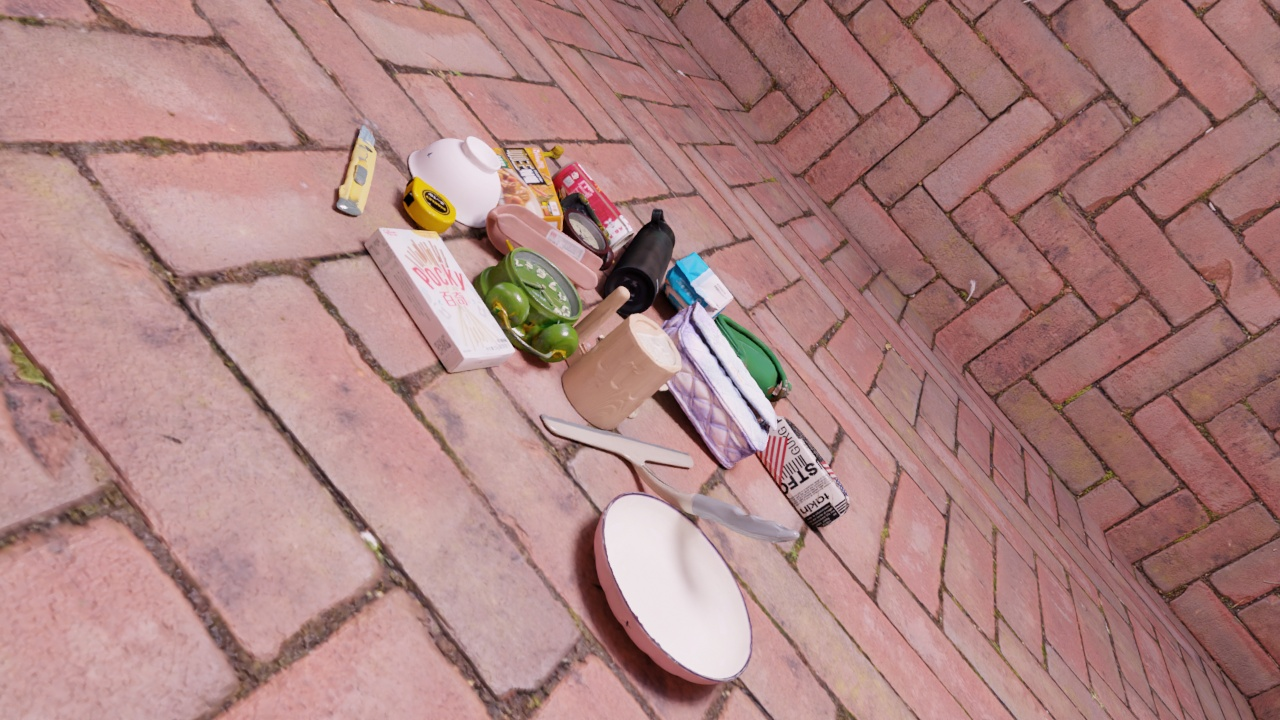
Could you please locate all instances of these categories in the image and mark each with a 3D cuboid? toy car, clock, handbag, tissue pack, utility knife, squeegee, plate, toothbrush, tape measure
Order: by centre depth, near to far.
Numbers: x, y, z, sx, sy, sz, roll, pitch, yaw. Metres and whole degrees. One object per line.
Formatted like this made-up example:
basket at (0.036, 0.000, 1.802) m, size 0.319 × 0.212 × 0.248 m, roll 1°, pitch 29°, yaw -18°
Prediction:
plate at (0.024, 0.211, 0.839) m, size 0.192 × 0.039 × 0.192 m, roll 38°, pitch 25°, yaw -23°
squeegee at (0.055, 0.136, 0.917) m, size 0.247 × 0.039 × 0.246 m, roll 24°, pitch 3°, yaw 42°
utility knife at (-0.290, -0.196, 0.942) m, size 0.031 × 0.019 × 0.177 m, roll 40°, pitch 20°, yaw -33°
clock at (-0.117, -0.057, 0.974) m, size 0.116 × 0.056 × 0.161 m, roll 36°, pitch 27°, yaw -26°
tape measure at (-0.226, -0.160, 0.975) m, size 0.060 × 0.029 × 0.057 m, roll 35°, pitch 26°, yaw -29°
handbag at (0.096, 0.031, 1.159) m, size 0.194 × 0.076 × 0.134 m, roll 55°, pitch 23°, yaw -13°
clock at (-0.078, -0.149, 1.180) m, size 0.082 × 0.055 × 0.121 m, roll 55°, pitch 27°, yaw 15°
toy car at (-0.075, -0.186, 1.255) m, size 0.091 × 0.043 × 0.036 m, roll 58°, pitch 9°, yaw 0°
handbag at (0.145, 0.001, 1.299) m, size 0.131 × 0.068 × 0.120 m, roll 28°, pitch 15°, yaw -43°
toothbrush at (-0.154, -0.299, 1.321) m, size 0.015 × 0.017 × 0.189 m, roll 50°, pitch 24°, yaw 3°
tissue pack at (0.078, -0.097, 1.322) m, size 0.090 × 0.063 × 0.140 m, roll 50°, pitch -4°, yaw 3°

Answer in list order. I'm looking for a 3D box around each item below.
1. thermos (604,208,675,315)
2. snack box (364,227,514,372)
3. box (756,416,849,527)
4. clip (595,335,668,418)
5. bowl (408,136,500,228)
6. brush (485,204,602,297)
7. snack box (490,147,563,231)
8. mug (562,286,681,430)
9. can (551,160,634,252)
thermos at (0.004, -0.148, 1.289) m, size 0.068 × 0.090 × 0.242 m, roll 5°, pitch 25°, yaw 7°
snack box at (-0.192, -0.060, 0.886) m, size 0.156 × 0.027 × 0.084 m, roll 55°, pitch 24°, yaw 12°
box at (0.222, 0.146, 1.246) m, size 0.163 × 0.075 × 0.077 m, roll 53°, pitch 18°, yaw 14°
clip at (-0.015, 0.009, 1.044) m, size 0.034 × 0.060 × 0.097 m, roll -5°, pitch 58°, yaw -56°
bowl at (-0.201, -0.219, 1.061) m, size 0.118 × 0.065 × 0.118 m, roll 38°, pitch 27°, yaw -23°
brush at (-0.115, -0.129, 1.062) m, size 0.145 × 0.063 × 0.073 m, roll 35°, pitch 0°, yaw -25°
snack box at (-0.148, -0.213, 1.144) m, size 0.075 × 0.026 × 0.153 m, roll -5°, pitch 46°, yaw -15°
mug at (-0.028, -0.004, 0.991) m, size 0.084 × 0.104 × 0.124 m, roll 12°, pitch 43°, yaw -53°
can at (-0.069, -0.215, 1.298) m, size 0.132 × 0.053 × 0.053 m, roll 50°, pitch 24°, yaw 2°
